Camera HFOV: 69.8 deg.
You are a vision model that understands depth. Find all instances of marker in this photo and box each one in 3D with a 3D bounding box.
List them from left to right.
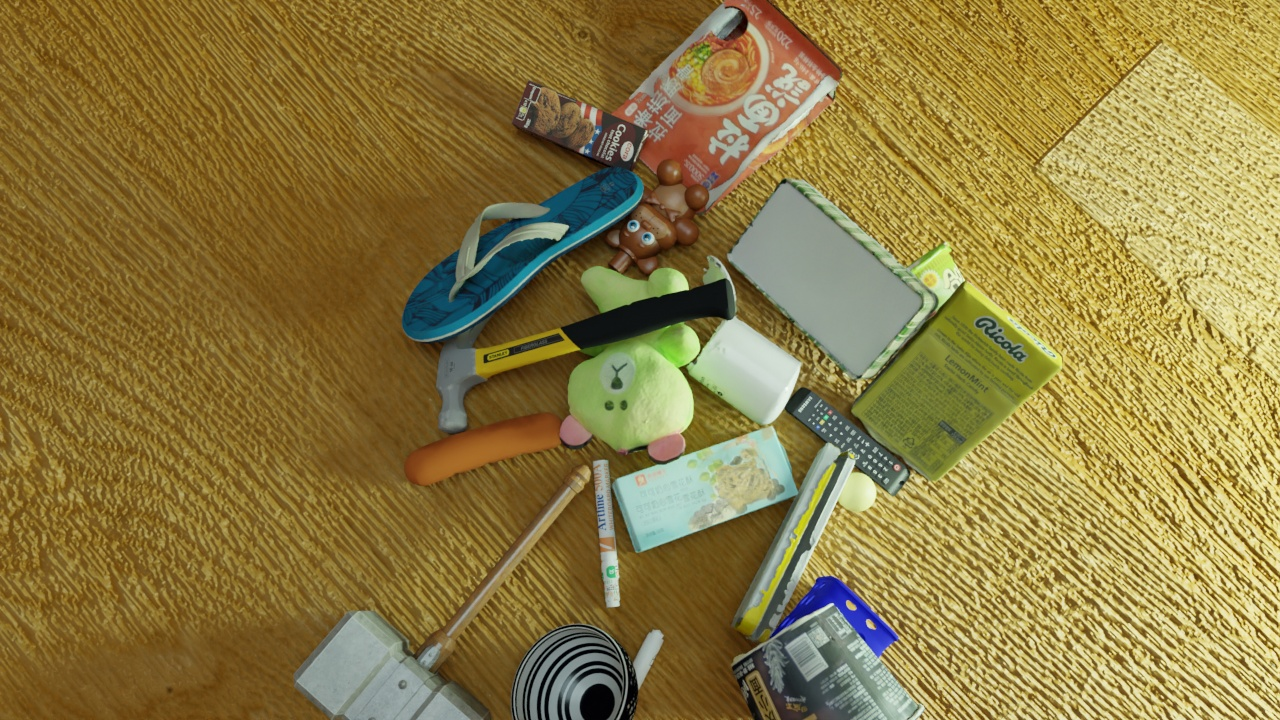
[{"bbox_3d":[-0.034,0.173,0.924,0.017,0.017,0.145,-5,76,-5],"label":"marker"},{"bbox_3d":[-0.013,0.321,0.885,0.017,0.020,0.133,26,75,13],"label":"marker"}]

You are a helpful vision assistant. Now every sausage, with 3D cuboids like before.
[{"bbox_3d":[-0.157,0.088,0.925,0.164,0.044,0.039,-16,52,-7],"label":"sausage"}]

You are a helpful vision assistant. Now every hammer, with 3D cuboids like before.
[{"bbox_3d":[-0.152,0.224,0.870,0.163,0.083,0.317,38,77,7],"label":"hammer"},{"bbox_3d":[-0.062,-0.023,0.894,0.324,0.029,0.127,-15,65,22],"label":"hammer"}]

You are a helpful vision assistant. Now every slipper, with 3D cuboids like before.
[{"bbox_3d":[-0.130,-0.128,0.950,0.294,0.060,0.118,-35,41,-9],"label":"slipper"}]

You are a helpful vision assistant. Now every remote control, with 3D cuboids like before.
[{"bbox_3d":[0.216,0.084,0.958,0.147,0.015,0.033,40,78,10],"label":"remote control"}]

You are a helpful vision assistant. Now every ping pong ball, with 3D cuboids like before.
[{"bbox_3d":[0.220,0.134,0.937,0.040,0.040,0.040,1,75,-3],"label":"ping pong ball"}]

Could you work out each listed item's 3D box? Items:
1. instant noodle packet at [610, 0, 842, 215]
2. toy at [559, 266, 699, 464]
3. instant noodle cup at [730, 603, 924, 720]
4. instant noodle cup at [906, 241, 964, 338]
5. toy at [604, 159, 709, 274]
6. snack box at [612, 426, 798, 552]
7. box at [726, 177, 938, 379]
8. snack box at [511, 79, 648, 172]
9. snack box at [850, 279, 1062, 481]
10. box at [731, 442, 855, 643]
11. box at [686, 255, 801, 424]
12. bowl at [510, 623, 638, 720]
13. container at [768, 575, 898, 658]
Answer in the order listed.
[{"bbox_3d":[0.092,-0.290,1.041,0.221,0.084,0.164,-43,82,-1],"label":"instant noodle packet"},{"bbox_3d":[-0.005,0.005,0.926,0.150,0.107,0.196,3,81,25],"label":"toy"},{"bbox_3d":[0.148,0.276,0.769,0.137,0.137,0.112,-27,70,-10],"label":"instant noodle cup"},{"bbox_3d":[0.312,-0.053,0.969,0.098,0.099,0.108,-36,88,-11],"label":"instant noodle cup"},{"bbox_3d":[0.012,-0.148,0.988,0.095,0.065,0.127,40,82,10],"label":"toy"},{"bbox_3d":[0.064,0.130,0.923,0.174,0.053,0.075,-18,76,-9],"label":"snack box"},{"bbox_3d":[0.193,-0.085,0.943,0.205,0.050,0.118,46,118,24],"label":"box"},{"bbox_3d":[-0.067,-0.257,1.018,0.141,0.031,0.051,24,96,3],"label":"snack box"},{"bbox_3d":[0.312,0.025,0.924,0.121,0.045,0.181,41,118,7],"label":"snack box"},{"bbox_3d":[0.153,0.180,0.909,0.037,0.064,0.209,28,75,4],"label":"box"},{"bbox_3d":[0.100,-0.022,0.953,0.156,0.084,0.125,34,76,2],"label":"box"},{"bbox_3d":[-0.053,0.314,0.855,0.120,0.066,0.120,-14,54,20],"label":"bowl"},{"bbox_3d":[0.170,0.277,0.875,0.084,0.085,0.113,43,78,8],"label":"container"}]
